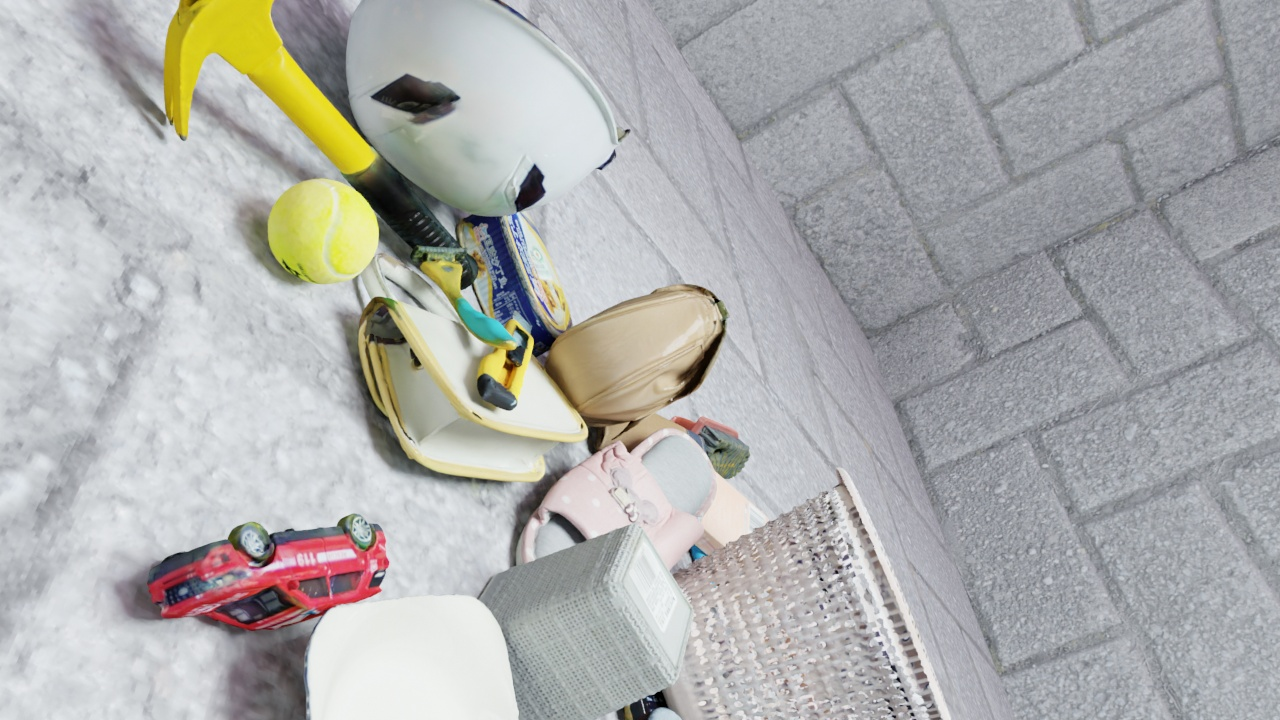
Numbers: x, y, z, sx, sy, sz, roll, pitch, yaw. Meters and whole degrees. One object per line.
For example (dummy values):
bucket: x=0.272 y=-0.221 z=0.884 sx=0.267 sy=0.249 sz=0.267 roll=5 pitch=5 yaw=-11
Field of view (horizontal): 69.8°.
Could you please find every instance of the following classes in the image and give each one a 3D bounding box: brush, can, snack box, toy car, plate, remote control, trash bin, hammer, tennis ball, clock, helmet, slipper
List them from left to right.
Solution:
toy car: x=-0.166 y=0.100 z=0.426 sx=0.120 sy=0.053 sz=0.045 roll=18 pitch=49 yaw=-66
tennis ball: x=-0.197 y=-0.080 z=0.572 sx=0.065 sy=0.066 sz=0.065 roll=51 pitch=22 yaw=-30
hammer: x=-0.193 y=-0.135 z=0.622 sx=0.033 sy=0.128 sz=0.301 roll=47 pitch=-3 yaw=32
plate: x=-0.109 y=0.200 z=0.452 sx=0.164 sy=0.034 sz=0.163 roll=24 pitch=46 yaw=-64
helmet: x=-0.138 y=-0.199 z=0.723 sx=0.229 sy=0.146 sz=0.258 roll=36 pitch=5 yaw=-33
can: x=-0.110 y=-0.073 z=0.814 sx=0.074 sy=0.049 sz=0.148 roll=14 pitch=51 yaw=-65
remote control: x=-0.004 y=0.234 z=0.707 sx=0.053 sy=0.024 sz=0.136 roll=41 pitch=27 yaw=-54
slipper: x=-0.001 y=0.120 z=0.742 sx=0.114 sy=0.055 sz=0.273 roll=53 pitch=32 yaw=6
clock: x=0.010 y=0.295 z=0.617 sx=0.122 sy=0.055 sz=0.082 roll=66 pitch=19 yaw=9
brush: x=0.078 y=0.098 z=1.067 sx=0.069 sy=0.063 sz=0.145 roll=38 pitch=7 yaw=26
snack box: x=0.075 y=0.159 z=0.953 sx=0.157 sy=0.026 sz=0.084 roll=42 pitch=35 yaw=-24
trash bin: x=0.117 y=0.224 z=0.739 sx=0.227 sy=0.192 sz=0.227 roll=-21 pitch=89 yaw=-83

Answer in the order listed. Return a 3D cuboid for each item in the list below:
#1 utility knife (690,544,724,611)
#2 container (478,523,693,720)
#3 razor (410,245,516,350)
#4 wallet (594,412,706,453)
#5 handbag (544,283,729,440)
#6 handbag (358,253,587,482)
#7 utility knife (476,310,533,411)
utility knife: x=0.058 y=0.182 z=0.954 sx=0.034 sy=0.018 sz=0.161 roll=28 pitch=39 yaw=-59
container: x=-0.036 y=0.169 z=0.576 sx=0.090 sy=0.114 sz=0.090 roll=59 pitch=20 yaw=-11
razor: x=-0.120 y=-0.041 z=0.649 sx=0.043 sy=0.028 sz=0.132 roll=1 pitch=33 yaw=-40
wallet: x=0.010 y=0.081 z=0.886 sx=0.115 sy=0.033 sz=0.090 roll=28 pitch=29 yaw=-17
handbag: x=-0.005 y=0.005 z=0.778 sx=0.205 sy=0.147 sz=0.100 roll=132 pitch=-66 yaw=-82
handbag: x=-0.135 y=0.003 z=0.656 sx=0.178 sy=0.063 sz=0.163 roll=54 pitch=14 yaw=24
utility knife: x=-0.092 y=-0.007 z=0.655 sx=0.033 sy=0.015 sz=0.192 roll=41 pitch=13 yaw=-14
